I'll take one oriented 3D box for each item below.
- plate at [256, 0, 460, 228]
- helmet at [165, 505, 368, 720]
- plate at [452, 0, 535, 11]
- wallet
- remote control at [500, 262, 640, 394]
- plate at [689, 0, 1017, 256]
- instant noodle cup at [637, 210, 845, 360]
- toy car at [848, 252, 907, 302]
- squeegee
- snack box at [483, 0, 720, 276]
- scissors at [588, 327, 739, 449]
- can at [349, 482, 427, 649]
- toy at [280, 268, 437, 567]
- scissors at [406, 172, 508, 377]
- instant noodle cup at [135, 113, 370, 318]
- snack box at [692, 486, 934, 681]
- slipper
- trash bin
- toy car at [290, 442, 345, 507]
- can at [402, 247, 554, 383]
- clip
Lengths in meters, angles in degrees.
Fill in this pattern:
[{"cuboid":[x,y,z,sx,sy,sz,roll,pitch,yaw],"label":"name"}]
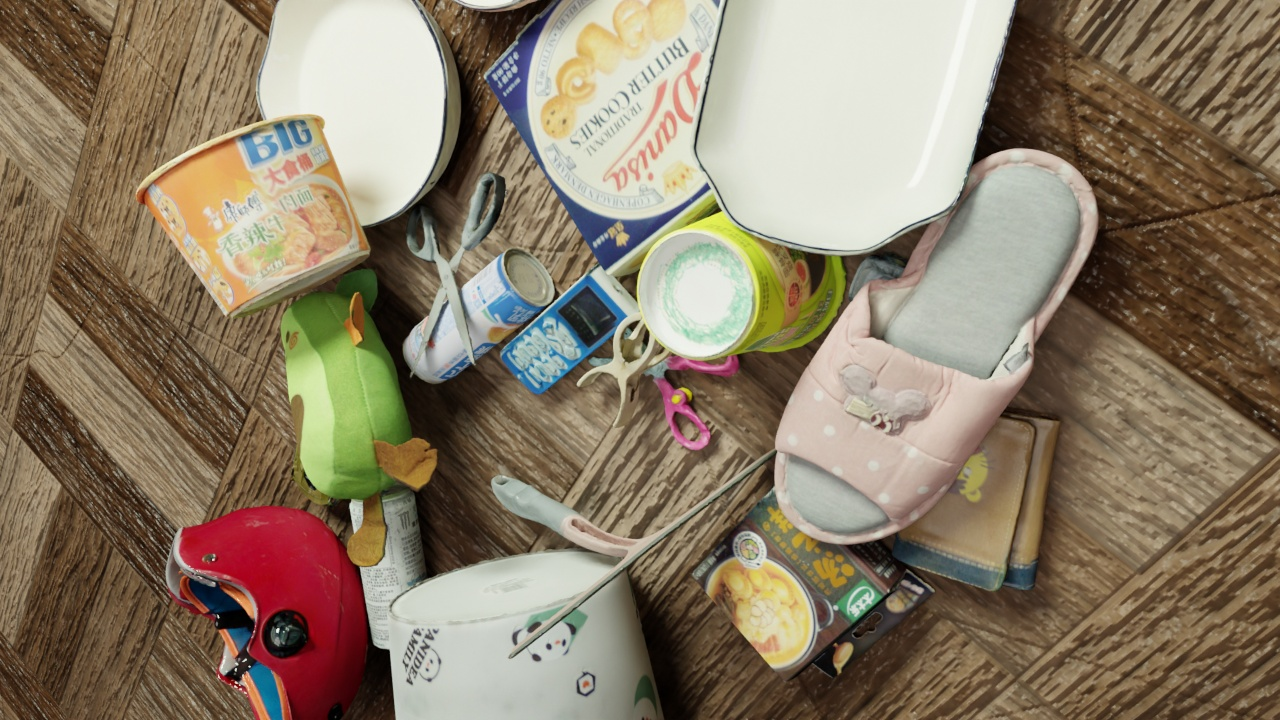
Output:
[{"cuboid":[-0.229,-0.215,0.758,0.205,0.045,0.205,7,104,27],"label":"plate"},{"cuboid":[-0.328,0.239,0.859,0.240,0.143,0.208,57,143,6],"label":"helmet"},{"cuboid":[-0.080,-0.335,0.634,0.193,0.039,0.192,0,90,37],"label":"plate"},{"cuboid":[0.215,0.085,0.591,0.090,0.033,0.115,11,104,27],"label":"wallet"},{"cuboid":[-0.057,-0.022,0.711,0.049,0.024,0.125,48,126,-7],"label":"remote control"},{"cuboid":[0.127,-0.192,0.533,0.162,0.034,0.266,14,93,12],"label":"plate"},{"cuboid":[0.061,-0.049,0.590,0.112,0.123,0.112,7,105,28],"label":"instant noodle cup"},{"cuboid":[0.177,-0.036,0.582,0.090,0.034,0.043,27,110,20],"label":"toy car"},{"cuboid":[-0.049,0.122,0.698,0.250,0.247,0.040,7,124,55],"label":"squeegee"},{"cuboid":[0.003,-0.183,0.636,0.178,0.045,0.182,-35,83,31],"label":"snack box"},{"cuboid":[0.019,0.002,0.690,0.133,0.017,0.119,50,123,14],"label":"scissors"},{"cuboid":[-0.228,0.187,0.845,0.058,0.058,0.147,-1,101,29],"label":"can"},{"cuboid":[-0.239,0.036,0.750,0.246,0.089,0.228,60,138,33],"label":"toy"},{"cuboid":[-0.148,-0.070,0.723,0.160,0.014,0.178,-44,54,28],"label":"scissors"},{"cuboid":[-0.290,-0.107,0.713,0.152,0.151,0.111,-21,99,31],"label":"instant noodle cup"},{"cuboid":[0.119,0.158,0.654,0.125,0.053,0.113,46,119,18],"label":"snack box"},{"cuboid":[0.168,0.004,0.547,0.114,0.054,0.275,34,112,10],"label":"slipper"},{"cuboid":[-0.082,0.291,0.703,0.230,0.229,0.252,-9,91,30],"label":"trash bin"},{"cuboid":[-0.288,0.064,0.860,0.070,0.042,0.158,27,111,21],"label":"toy car"},{"cuboid":[-0.133,-0.033,0.742,0.135,0.053,0.053,-34,84,31],"label":"can"},{"cuboid":[-0.007,0.000,0.681,0.070,0.034,0.100,46,126,20],"label":"clip"}]
